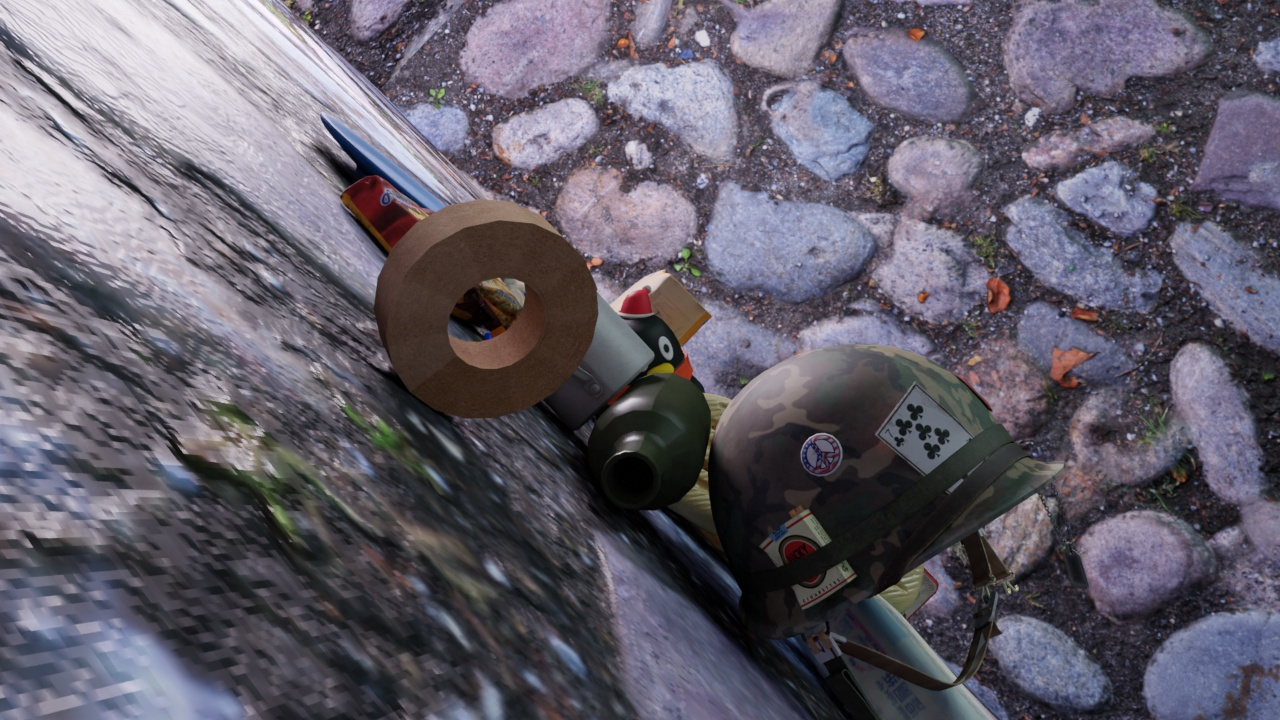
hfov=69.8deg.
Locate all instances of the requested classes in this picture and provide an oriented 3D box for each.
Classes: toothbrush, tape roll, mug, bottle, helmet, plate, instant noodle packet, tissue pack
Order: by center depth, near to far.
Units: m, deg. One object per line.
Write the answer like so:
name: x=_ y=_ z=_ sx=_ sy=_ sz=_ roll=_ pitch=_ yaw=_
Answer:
tape roll: x=-0.067 y=-0.022 z=0.403 sx=0.094 sy=0.094 sz=0.027 roll=43 pitch=3 yaw=-38
helmet: x=0.151 y=0.104 z=0.564 sx=0.192 sy=0.225 sz=0.236 roll=-19 pitch=92 yaw=-43
bottle: x=0.006 y=0.053 z=0.583 sx=0.071 sy=0.071 sz=0.206 roll=45 pitch=8 yaw=1
tissue pack: x=0.188 y=0.238 z=0.627 sx=0.112 sy=0.070 sz=0.182 roll=43 pitch=5 yaw=-38
mug: x=-0.043 y=0.000 z=0.631 sx=0.070 sy=0.084 sz=0.113 roll=47 pitch=9 yaw=0
instant noodle packet: x=-0.146 y=-0.074 z=0.659 sx=0.135 sy=0.040 sz=0.098 roll=47 pitch=10 yaw=22
toothbrush: x=-0.088 y=-0.006 z=0.714 sx=0.016 sy=0.018 sz=0.182 roll=59 pitch=5 yaw=9
plate: x=-0.213 y=-0.148 z=0.863 sx=0.224 sy=0.024 sz=0.224 roll=40 pitch=2 yaw=-2

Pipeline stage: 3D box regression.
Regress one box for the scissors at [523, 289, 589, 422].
scissors: x=-0.071 y=-0.008 z=0.774 sx=0.134 sy=0.012 sz=0.134 roll=-101 pitch=165 yaw=-85

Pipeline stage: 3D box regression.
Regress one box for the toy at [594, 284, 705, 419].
toy: x=-0.005 y=0.005 z=0.782 sx=0.100 sy=0.097 sz=0.119 roll=31 pitch=-43 yaw=51

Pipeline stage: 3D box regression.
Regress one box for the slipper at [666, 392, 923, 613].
slipper: x=0.106 y=0.120 z=0.742 sx=0.261 sy=0.111 sz=0.079 roll=31 pitch=-30 yaw=-3

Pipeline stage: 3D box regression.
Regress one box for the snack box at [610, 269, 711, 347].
snack box: x=-0.006 y=-0.032 z=1.026 sx=0.080 sy=0.145 sz=0.195 roll=45 pitch=2 yaw=-6

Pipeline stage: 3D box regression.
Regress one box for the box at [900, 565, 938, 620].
box: x=0.198 y=0.199 z=0.940 sx=0.205 sy=0.117 sz=0.050 roll=46 pitch=-2 yaw=-11

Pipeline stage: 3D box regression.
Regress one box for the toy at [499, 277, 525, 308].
toy: x=-0.112 y=-0.059 z=0.927 sx=0.092 sy=0.046 sz=0.115 roll=45 pitch=10 yaw=-7
